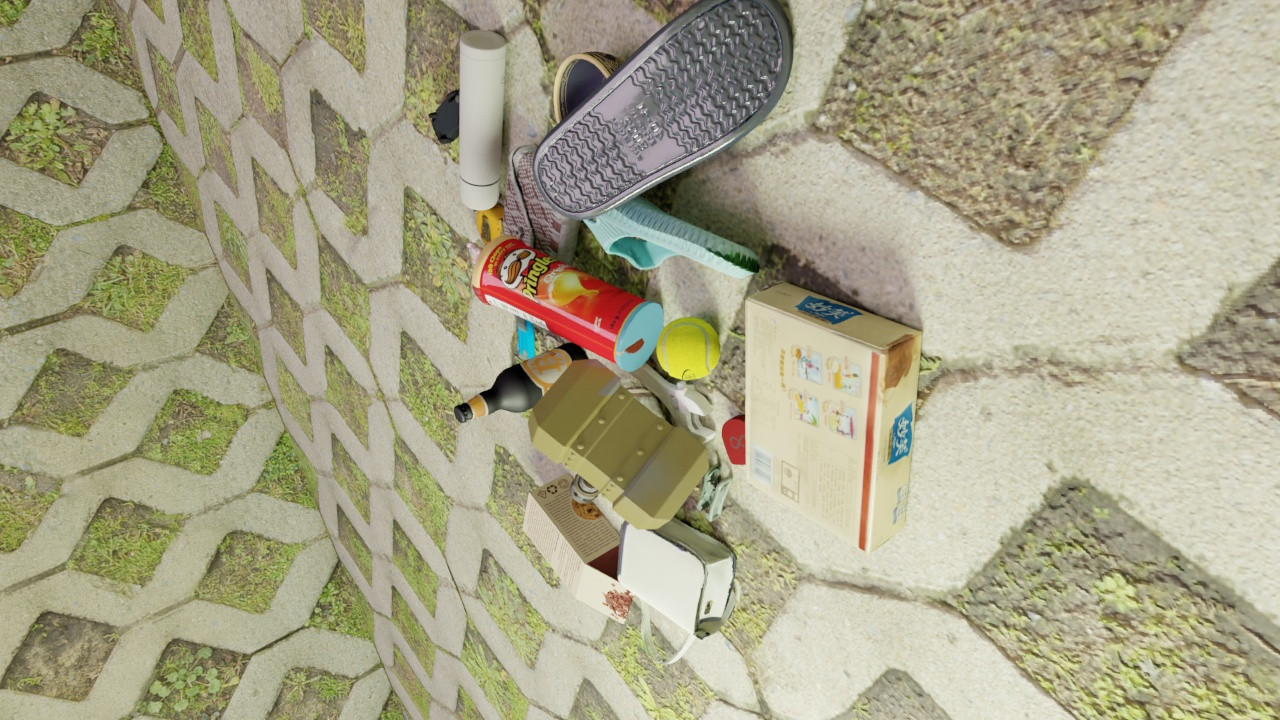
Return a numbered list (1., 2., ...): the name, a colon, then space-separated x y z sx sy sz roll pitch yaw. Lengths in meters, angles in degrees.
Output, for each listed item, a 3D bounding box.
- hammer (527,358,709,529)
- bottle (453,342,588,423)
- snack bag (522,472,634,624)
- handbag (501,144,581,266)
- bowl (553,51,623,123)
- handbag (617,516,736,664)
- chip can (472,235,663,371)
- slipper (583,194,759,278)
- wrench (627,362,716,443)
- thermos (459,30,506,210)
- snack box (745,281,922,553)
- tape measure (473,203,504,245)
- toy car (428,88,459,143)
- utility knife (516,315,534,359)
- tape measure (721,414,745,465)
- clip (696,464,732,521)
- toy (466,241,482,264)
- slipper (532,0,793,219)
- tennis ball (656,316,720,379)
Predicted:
1. hammer: -0.050 0.132 1.135 0.190 0.100 0.326 39 159 3
2. bottle: -0.150 0.034 1.151 0.059 0.181 0.059 34 136 40
3. snack bag: -0.078 0.274 1.311 0.206 0.069 0.095 47 143 27
4. handbag: -0.127 -0.155 1.120 0.124 0.046 0.186 48 145 26
5. bowl: -0.028 -0.248 0.900 0.112 0.061 0.113 34 136 40
6. handbag: 0.041 0.288 1.127 0.151 0.073 0.176 21 108 46
7. chip can: -0.084 -0.067 1.036 0.213 0.086 0.087 26 133 26
8. slipper: -0.003 -0.127 0.901 0.276 0.115 0.069 32 100 36
9. wrench: -0.006 0.006 1.081 0.273 0.018 0.066 40 140 36
10. thermos: -0.195 -0.286 1.124 0.052 0.052 0.225 44 142 30
11. snack box: 0.166 0.048 0.822 0.153 0.055 0.208 28 132 44
12. tape measure: -0.195 -0.177 1.218 0.068 0.030 0.059 39 138 36
13. toy car: -0.239 -0.316 1.184 0.112 0.034 0.046 -16 98 57
14. utility knife: -0.156 -0.055 1.220 0.031 0.015 0.207 27 149 13
15. tape measure: 0.113 0.082 0.956 0.059 0.019 0.051 -10 101 50
16. clip: 0.084 0.150 1.040 0.043 0.023 0.076 43 143 29
17. toy: -0.196 -0.113 1.234 0.125 0.037 0.076 45 155 12
18. slipper: 0.022 -0.218 0.806 0.269 0.083 0.110 -30 102 29
19. tennis ball: 0.049 -0.013 0.940 0.065 0.065 0.065 34 136 40
